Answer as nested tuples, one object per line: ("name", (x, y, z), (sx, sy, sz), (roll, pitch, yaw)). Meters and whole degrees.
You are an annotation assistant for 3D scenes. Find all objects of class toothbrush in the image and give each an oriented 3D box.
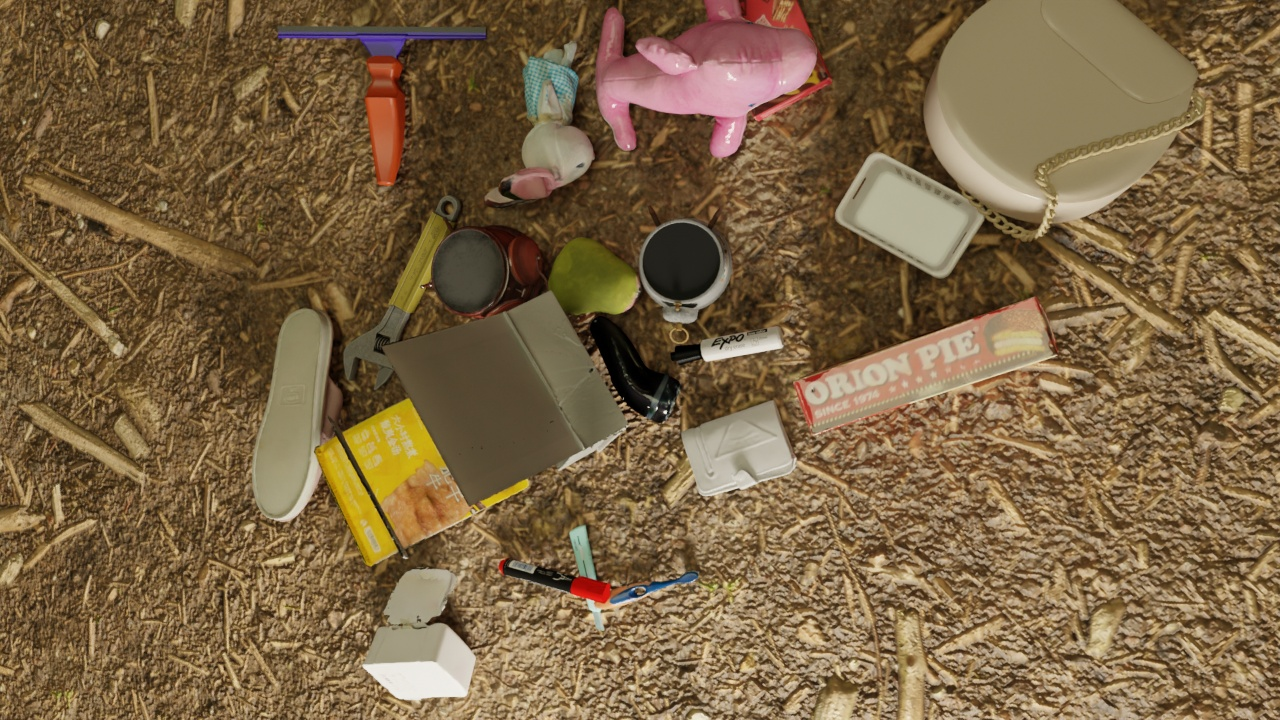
("toothbrush", (0.007, 0.265, 1.062), (0.135, 0.017, 0.021), (-21, 84, 18))

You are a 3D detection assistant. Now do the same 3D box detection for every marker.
("marker", (-0.104, 0.259, 1.090), (0.145, 0.021, 0.023), (9, 81, 25))
("marker", (0.094, -0.015, 1.011), (0.126, 0.025, 0.025), (-10, 90, 19))

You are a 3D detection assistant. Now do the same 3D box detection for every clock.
("clock", (-0.170, -0.097, 1.066), (0.158, 0.072, 0.120), (25, 101, 20))
("clock", (0.046, -0.093, 1.005), (0.104, 0.056, 0.148), (4, 90, 10))

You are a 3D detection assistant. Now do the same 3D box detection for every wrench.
("wrench", (-0.293, -0.083, 1.142), (0.083, 0.018, 0.274), (31, 103, 14))

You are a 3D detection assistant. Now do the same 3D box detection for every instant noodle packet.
("instant noodle packet", (-0.260, 0.127, 1.121), (0.222, 0.084, 0.163), (-27, 84, 13))

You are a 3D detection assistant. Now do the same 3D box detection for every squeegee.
("squeegee", (-0.309, -0.307, 1.114), (0.249, 0.055, 0.185), (1, 94, 1))

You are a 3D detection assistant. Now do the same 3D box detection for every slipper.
("slipper", (-0.434, 0.069, 1.178), (0.114, 0.054, 0.274), (4, 82, 27))

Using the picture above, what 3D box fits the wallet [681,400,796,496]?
("wallet", (0.107, 0.100, 1.011), (0.116, 0.032, 0.086), (-24, 83, 19))

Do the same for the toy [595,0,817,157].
("toy", (0.045, -0.301, 0.943), (0.266, 0.127, 0.187), (5, 105, 37))

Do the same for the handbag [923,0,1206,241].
("handbag", (0.378, -0.240, 0.841), (0.208, 0.103, 0.210), (-43, 79, -3))

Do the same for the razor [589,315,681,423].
("razor", (-0.006, 0.006, 1.036), (0.063, 0.053, 0.140), (-30, 75, -19))

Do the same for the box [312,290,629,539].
("box", (-0.127, 0.037, 0.908), (0.150, 0.368, 0.167), (-34, 82, 19))

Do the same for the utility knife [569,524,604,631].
("utility knife", (-0.061, 0.258, 1.089), (0.022, 0.015, 0.129), (-12, 93, 18))

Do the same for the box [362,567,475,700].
("box", (-0.268, 0.331, 1.140), (0.109, 0.136, 0.124), (-11, 131, 18))

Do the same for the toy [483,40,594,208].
("toy", (-0.099, -0.262, 1.041), (0.105, 0.131, 0.205), (17, 83, -21))

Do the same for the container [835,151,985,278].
("container", (0.272, -0.146, 0.928), (0.129, 0.049, 0.081), (33, 103, 14))

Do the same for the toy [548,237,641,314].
("toy", (-0.052, -0.088, 1.038), (0.110, 0.051, 0.090), (25, 95, 26))

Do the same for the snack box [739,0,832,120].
("snack box", (0.137, -0.336, 0.976), (0.089, 0.021, 0.133), (-24, 86, 20))

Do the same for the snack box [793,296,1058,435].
("snack box", (0.277, 0.005, 0.903), (0.237, 0.113, 0.060), (-20, 86, 19))
